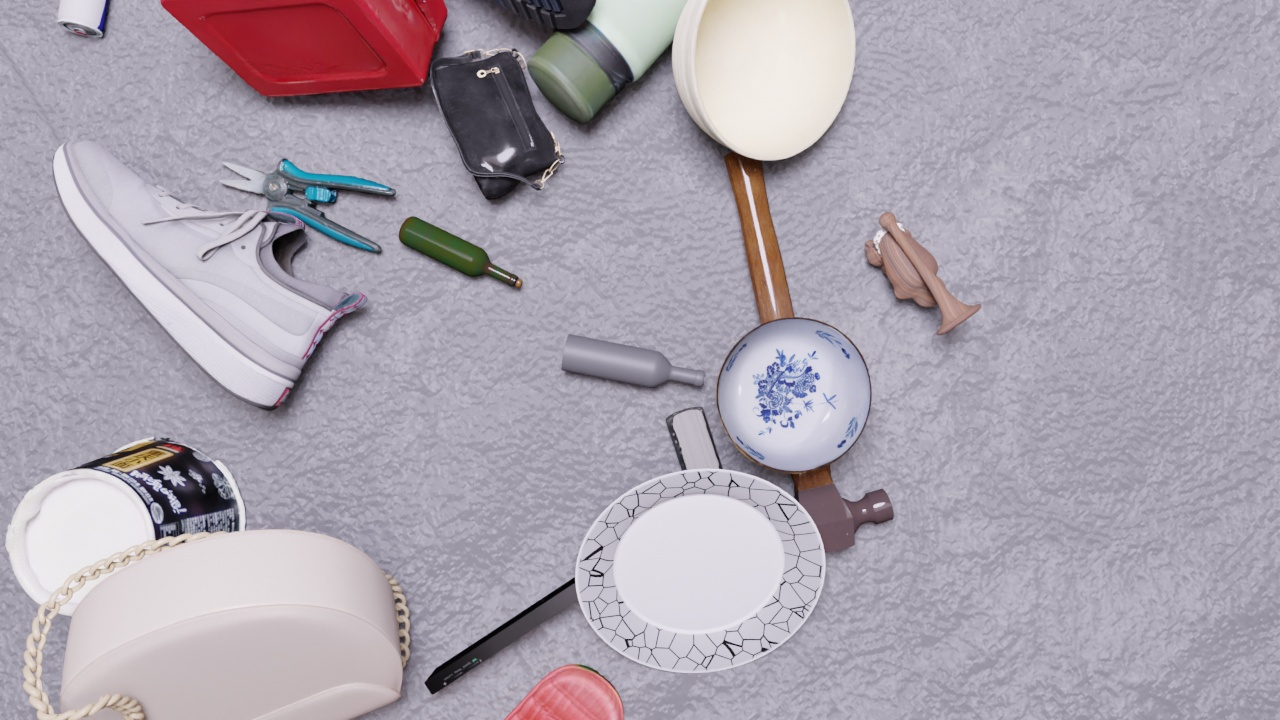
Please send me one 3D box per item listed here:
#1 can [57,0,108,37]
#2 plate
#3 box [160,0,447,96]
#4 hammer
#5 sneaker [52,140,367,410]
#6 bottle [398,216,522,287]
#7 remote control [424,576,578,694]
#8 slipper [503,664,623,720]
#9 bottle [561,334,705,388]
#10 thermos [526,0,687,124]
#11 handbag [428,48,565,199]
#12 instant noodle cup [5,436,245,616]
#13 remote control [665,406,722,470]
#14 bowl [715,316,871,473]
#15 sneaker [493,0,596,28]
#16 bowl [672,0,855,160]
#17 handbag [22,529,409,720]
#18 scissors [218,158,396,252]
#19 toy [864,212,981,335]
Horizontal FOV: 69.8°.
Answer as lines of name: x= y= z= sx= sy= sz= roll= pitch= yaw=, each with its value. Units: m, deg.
can: x=-0.449 y=-0.314 z=0.746 sx=0.032 sy=0.032 sz=0.095 roll=8 pitch=88 yaw=1
plate: x=0.045 y=0.160 z=0.701 sx=0.188 sy=0.016 sz=0.189 roll=-1 pitch=115 yaw=-2
box: x=-0.240 y=-0.261 z=0.671 sx=0.158 sy=0.134 sz=0.110 roll=-2 pitch=60 yaw=15
hammer: x=0.112 y=-0.008 z=0.727 sx=0.115 sy=0.033 sz=0.323 roll=-11 pitch=87 yaw=-1
sneaker: x=-0.337 y=-0.091 z=0.714 sx=0.128 sy=0.097 sz=0.263 roll=-44 pitch=87 yaw=-12
bottle: x=-0.143 y=-0.084 z=0.736 sx=0.106 sy=0.025 sz=0.025 roll=26 pitch=89 yaw=2
remote control: x=-0.101 y=0.213 z=0.721 sx=0.150 sy=0.034 sz=0.013 roll=-33 pitch=88 yaw=0
slipper: x=-0.110 y=0.345 z=0.705 sx=0.103 sy=0.059 sz=0.248 roll=44 pitch=88 yaw=2
bottle: x=-0.004 y=0.004 z=0.728 sx=0.113 sy=0.030 sz=0.030 roll=11 pitch=88 yaw=1
thermos: x=0.009 y=-0.286 z=0.713 sx=0.082 sy=0.082 sz=0.231 roll=41 pitch=87 yaw=2
handbag: x=-0.113 y=-0.190 z=0.727 sx=0.079 sy=0.054 sz=0.128 roll=-25 pitch=85 yaw=-4
instant noodle cup: x=-0.388 y=0.128 z=0.691 sx=0.137 sy=0.112 sz=0.137 roll=0 pitch=88 yaw=0
remote control: x=0.055 y=0.104 z=0.732 sx=0.033 sy=0.013 sz=0.136 roll=-18 pitch=89 yaw=1
bowl: x=0.110 y=0.026 z=0.686 sx=0.114 sy=0.045 sz=0.114 roll=0 pitch=86 yaw=-2
sneaker: x=-0.104 y=-0.350 z=0.676 sx=0.240 sy=0.089 sz=0.124 roll=34 pitch=77 yaw=14
bowl: x=0.082 y=-0.233 z=0.699 sx=0.150 sy=0.075 sz=0.151 roll=-11 pitch=112 yaw=-29
handbag: x=-0.279 y=0.212 z=0.645 sx=0.210 sy=0.209 sz=0.103 roll=-22 pitch=49 yaw=0
scissors: x=-0.264 y=-0.133 z=0.743 sx=0.148 sy=0.019 sz=0.123 roll=-22 pitch=92 yaw=6
toy: x=0.213 y=-0.068 z=0.714 sx=0.041 sy=0.055 sz=0.102 roll=-34 pitch=85 yaw=-4
